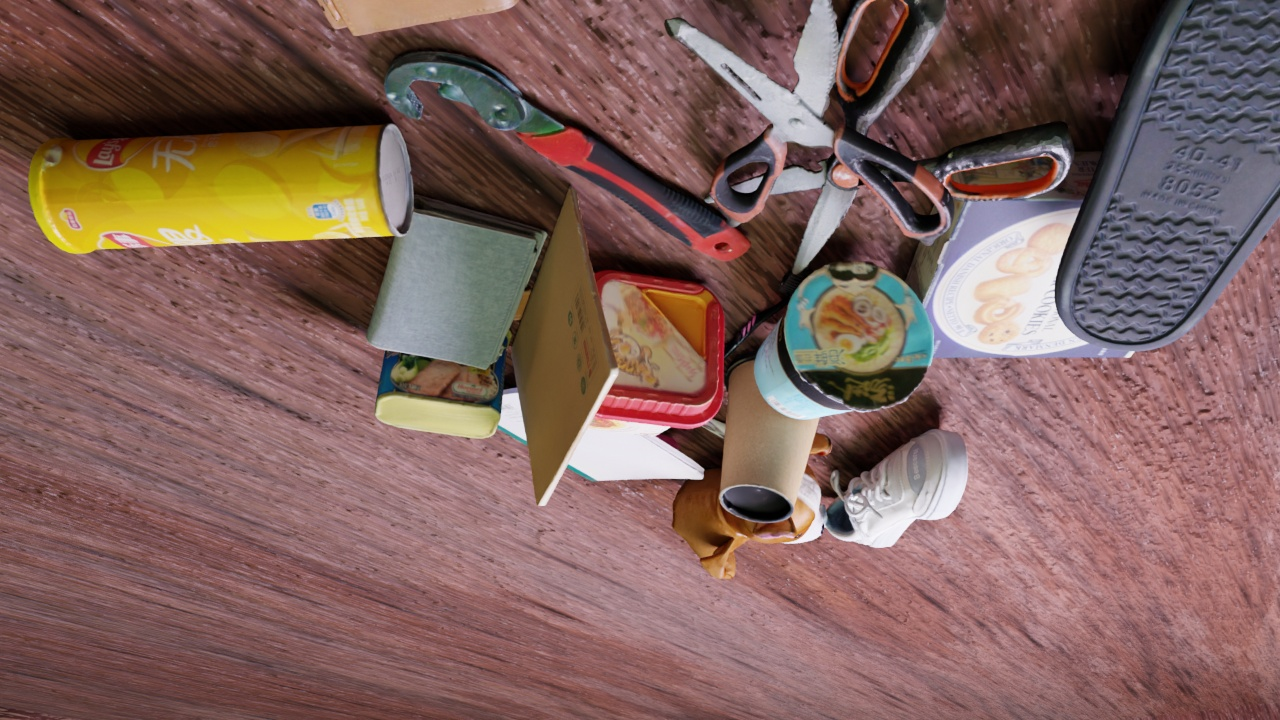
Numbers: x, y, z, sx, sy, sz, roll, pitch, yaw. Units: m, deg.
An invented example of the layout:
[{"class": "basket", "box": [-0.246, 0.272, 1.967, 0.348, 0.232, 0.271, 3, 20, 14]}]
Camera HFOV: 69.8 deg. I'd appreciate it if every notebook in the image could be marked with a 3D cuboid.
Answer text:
[{"class": "notebook", "box": [-0.057, 0.074, 0.875, 0.151, 0.012, 0.209, -9, 148, 39]}, {"class": "notebook", "box": [-0.062, -0.002, 0.665, 0.008, 0.147, 0.208, -2, 149, -21]}]

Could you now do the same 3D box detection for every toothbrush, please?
[{"class": "toothbrush", "box": [0.044, 0.055, 0.870, 0.187, 0.017, 0.016, 25, 139, -33]}, {"class": "toothbrush", "box": [0.083, -0.023, 0.755, 0.017, 0.014, 0.190, 23, 142, -16]}]

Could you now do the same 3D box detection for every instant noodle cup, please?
[{"class": "instant noodle cup", "box": [-0.004, 0.004, 0.717, 0.116, 0.116, 0.124, 8, 159, -12]}, {"class": "instant noodle cup", "box": [0.142, -0.005, 0.694, 0.111, 0.111, 0.121, 6, 165, -10]}]

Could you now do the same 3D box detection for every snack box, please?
[{"class": "snack box", "box": [0.291, -0.069, 0.652, 0.182, 0.045, 0.178, 0, 146, 1]}]

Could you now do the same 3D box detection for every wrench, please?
[{"class": "wrench", "box": [-0.032, -0.124, 0.591, 0.273, 0.016, 0.056, 22, 143, -31]}]

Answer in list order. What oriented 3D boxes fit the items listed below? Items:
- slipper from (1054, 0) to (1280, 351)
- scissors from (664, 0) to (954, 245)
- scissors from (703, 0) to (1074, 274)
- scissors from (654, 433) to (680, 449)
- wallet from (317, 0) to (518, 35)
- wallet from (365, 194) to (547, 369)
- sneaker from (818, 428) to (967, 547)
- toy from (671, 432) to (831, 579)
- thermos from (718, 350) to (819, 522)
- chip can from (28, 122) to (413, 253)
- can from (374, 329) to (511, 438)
[{"class": "slipper", "box": [0.317, -0.131, 0.522, 0.111, 0.083, 0.269, 18, 127, 8]}, {"class": "scissors", "box": [0.098, -0.123, 0.520, 0.189, 0.015, 0.223, 17, 159, 3]}, {"class": "scissors", "box": [0.143, -0.123, 0.554, 0.232, 0.021, 0.221, 10, 141, 16]}, {"class": "scissors", "box": [-0.012, 0.066, 0.876, 0.134, 0.017, 0.134, -10, 153, 39]}, {"class": "wallet", "box": [-0.126, -0.218, 0.432, 0.108, 0.031, 0.132, -8, 146, 7]}, {"class": "wallet", "box": [-0.134, -0.054, 0.672, 0.106, 0.037, 0.130, 12, 130, -21]}, {"class": "sneaker", "box": [0.247, 0.130, 0.934, 0.090, 0.089, 0.243, 8, 153, -5]}, {"class": "toy", "box": [0.117, 0.148, 0.913, 0.130, 0.139, 0.200, 27, 147, -9]}, {"class": "thermos", "box": [0.109, 0.060, 0.776, 0.093, 0.143, 0.093, 10, 144, 7]}, {"class": "chip can", "box": [-0.254, -0.106, 0.569, 0.213, 0.072, 0.072, -2, 147, 2]}, {"class": "can", "box": [-0.159, 0.011, 0.740, 0.102, 0.083, 0.057, 9, 146, -15]}]
